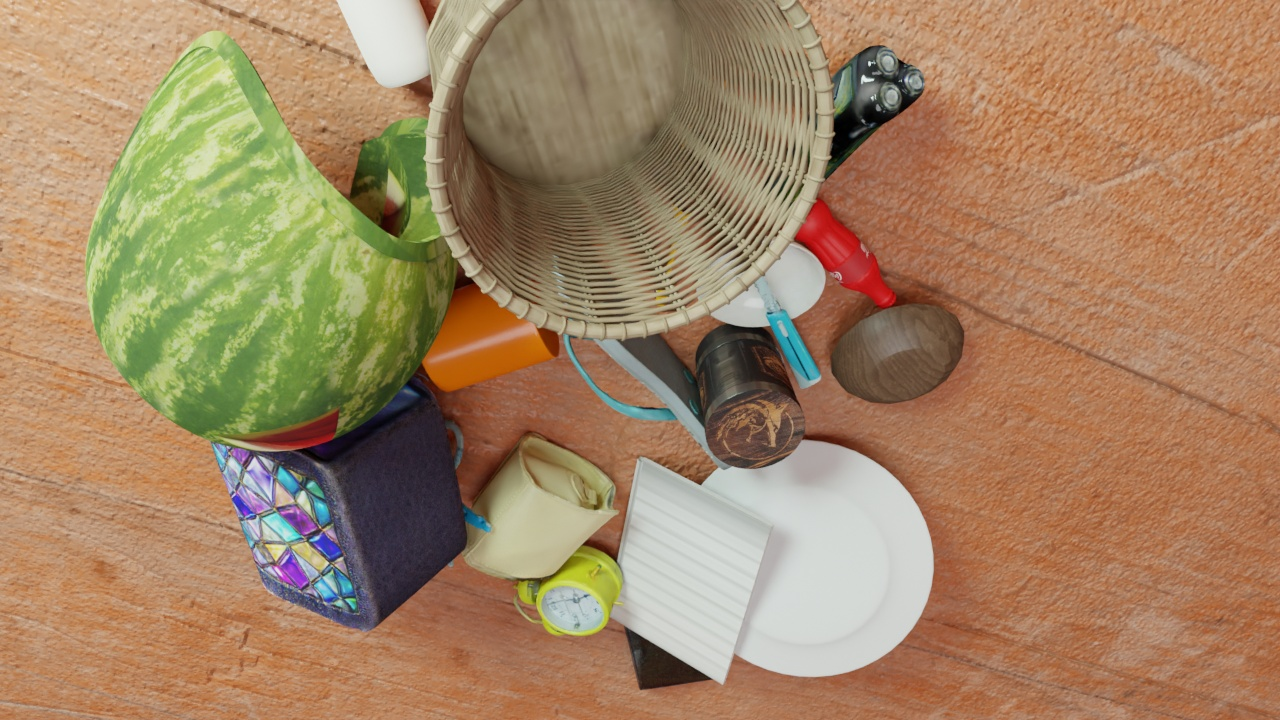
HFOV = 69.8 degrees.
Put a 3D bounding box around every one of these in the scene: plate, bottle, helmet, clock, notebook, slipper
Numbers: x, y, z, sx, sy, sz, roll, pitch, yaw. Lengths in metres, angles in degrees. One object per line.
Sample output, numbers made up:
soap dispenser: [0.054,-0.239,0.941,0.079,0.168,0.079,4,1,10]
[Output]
plate: [0.155,0.195,0.879,0.243,0.016,0.242,2,101,11]
bottle: [-0.180,-0.256,0.602,0.051,0.051,0.146,-16,123,7]
helmet: [-0.246,-0.059,0.617,0.248,0.243,0.212,-36,156,27]
clock: [-0.074,0.237,0.930,0.119,0.056,0.083,-22,114,24]
plate: [0.097,-0.069,0.749,0.104,0.026,0.104,-1,143,-1]
notebook: [0.041,0.208,0.898,0.143,0.009,0.210,25,123,23]
bottle: [0.167,-0.083,0.747,0.036,0.036,0.119,-40,117,21]
slipper: [-0.005,0.004,0.767,0.055,0.098,0.269,-29,129,19]

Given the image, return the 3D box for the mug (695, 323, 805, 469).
mug: [0.096,0.039,0.781,0.080,0.107,0.116,-23,122,11]

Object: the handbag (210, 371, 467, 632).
handbag: [-0.269,0.093,0.767,0.222,0.125,0.205,17,127,30]

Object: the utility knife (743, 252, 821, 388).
utility knife: [0.114,-0.032,0.766,0.022,0.015,0.181,-22,136,17]

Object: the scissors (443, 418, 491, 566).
scissors: [-0.192,0.123,0.843,0.138,0.011,0.134,-10,88,27]

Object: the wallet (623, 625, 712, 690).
wallet: [0.038,0.315,1.009,0.099,0.031,0.120,-9,121,1]

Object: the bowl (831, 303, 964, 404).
bowl: [0.226,0.003,0.795,0.118,0.030,0.118,-4,138,-4]

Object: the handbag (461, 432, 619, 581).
handbag: [-0.096,0.145,0.861,0.111,0.081,0.119,27,117,-28]

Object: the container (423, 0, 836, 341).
container: [-0.027,-0.157,0.567,0.226,0.196,0.227,-9,125,-14]

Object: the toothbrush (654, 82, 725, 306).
toothbrush: [0.036,-0.126,0.716,0.031,0.030,0.197,-2,128,-22]

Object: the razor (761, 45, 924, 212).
razor: [0.142,-0.162,0.678,0.054,0.067,0.152,29,125,-17]

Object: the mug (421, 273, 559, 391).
mug: [-0.120,-0.017,0.758,0.096,0.077,0.113,-17,151,8]
